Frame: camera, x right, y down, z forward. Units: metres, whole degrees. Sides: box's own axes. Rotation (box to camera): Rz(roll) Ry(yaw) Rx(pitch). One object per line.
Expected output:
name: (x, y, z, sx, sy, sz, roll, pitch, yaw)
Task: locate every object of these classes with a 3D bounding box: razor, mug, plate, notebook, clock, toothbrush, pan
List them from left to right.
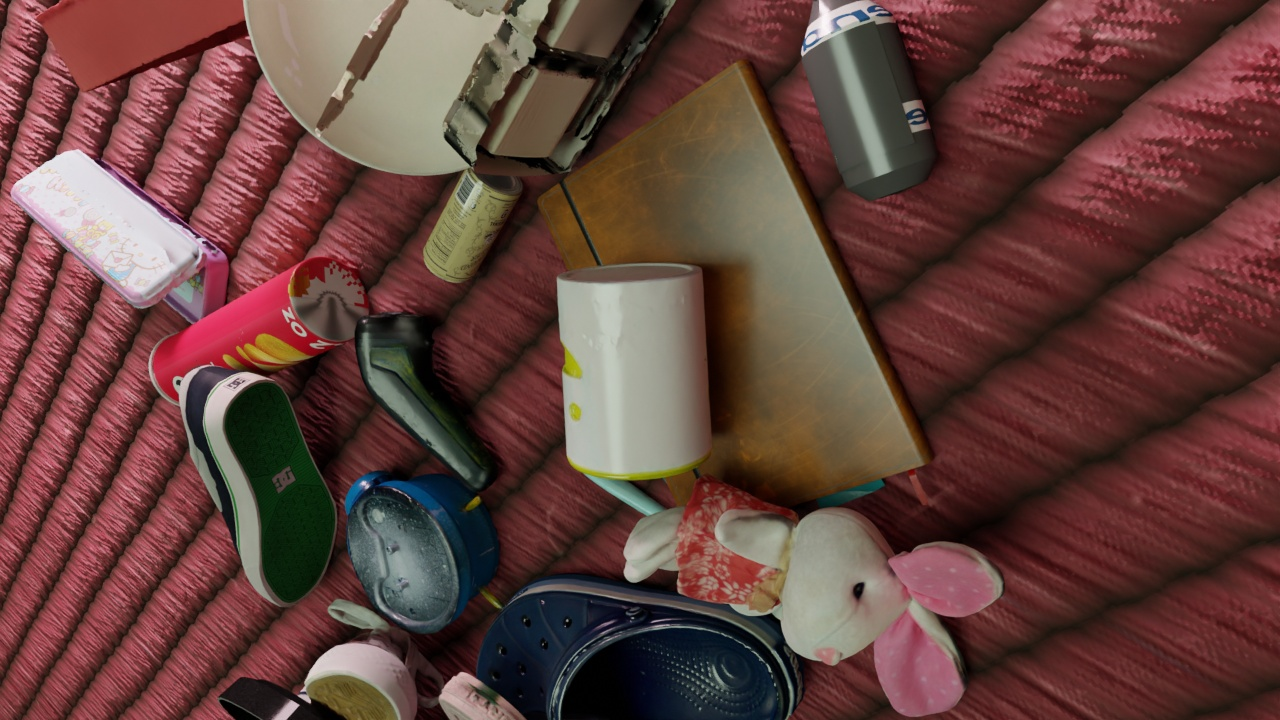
pan: (-0.299, 0.361, 0.835, 0.225, 0.034, 0.357, 47, 145, -15)
clock: (-0.178, 0.141, 0.706, 0.162, 0.060, 0.117, 2, 106, 35)
plate: (-0.125, -0.197, 0.515, 0.034, 0.182, 0.183, 50, 133, 53)
razor: (-0.150, 0.027, 0.662, 0.067, 0.053, 0.151, -40, 86, 18)
mug: (-0.003, 0.003, 0.510, 0.083, 0.082, 0.106, 6, 105, 33)
toothbrush: (0.030, 0.112, 0.582, 0.181, 0.016, 0.017, 32, 128, 22)
notebook: (0.043, -0.015, 0.534, 0.179, 0.014, 0.249, -26, 89, 36)

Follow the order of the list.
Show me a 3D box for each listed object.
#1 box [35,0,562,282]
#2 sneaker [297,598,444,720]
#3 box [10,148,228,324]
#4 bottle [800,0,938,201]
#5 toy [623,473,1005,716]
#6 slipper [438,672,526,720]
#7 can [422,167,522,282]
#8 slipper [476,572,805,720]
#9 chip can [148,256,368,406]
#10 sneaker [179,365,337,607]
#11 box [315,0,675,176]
box: (-0.217, -0.161, 0.646, 0.214, 0.152, 0.325, -3, 136, 33)
sneaker: (-0.223, 0.257, 0.755, 0.118, 0.087, 0.242, 40, 145, -7)
box: (-0.457, -0.114, 0.817, 0.214, 0.096, 0.077, 34, 93, 22)
bottle: (0.105, -0.133, 0.437, 0.047, 0.046, 0.112, -17, 93, 37)
toy: (0.086, 0.116, 0.489, 0.194, 0.084, 0.159, 16, 140, 18)
slipper: (-0.096, 0.304, 0.643, 0.094, 0.064, 0.240, 22, 142, 32)
can: (-0.111, -0.091, 0.602, 0.038, 0.038, 0.080, 47, 124, 14)
slipper: (-0.020, 0.203, 0.597, 0.253, 0.095, 0.105, -11, 100, 33)
chip can: (-0.313, -0.018, 0.743, 0.221, 0.069, 0.069, -18, 94, 36)
sneaker: (-0.318, 0.104, 0.757, 0.079, 0.084, 0.236, 18, 129, 27)
box: (-0.075, -0.171, 0.457, 0.069, 0.190, 0.144, 45, 117, 16)
